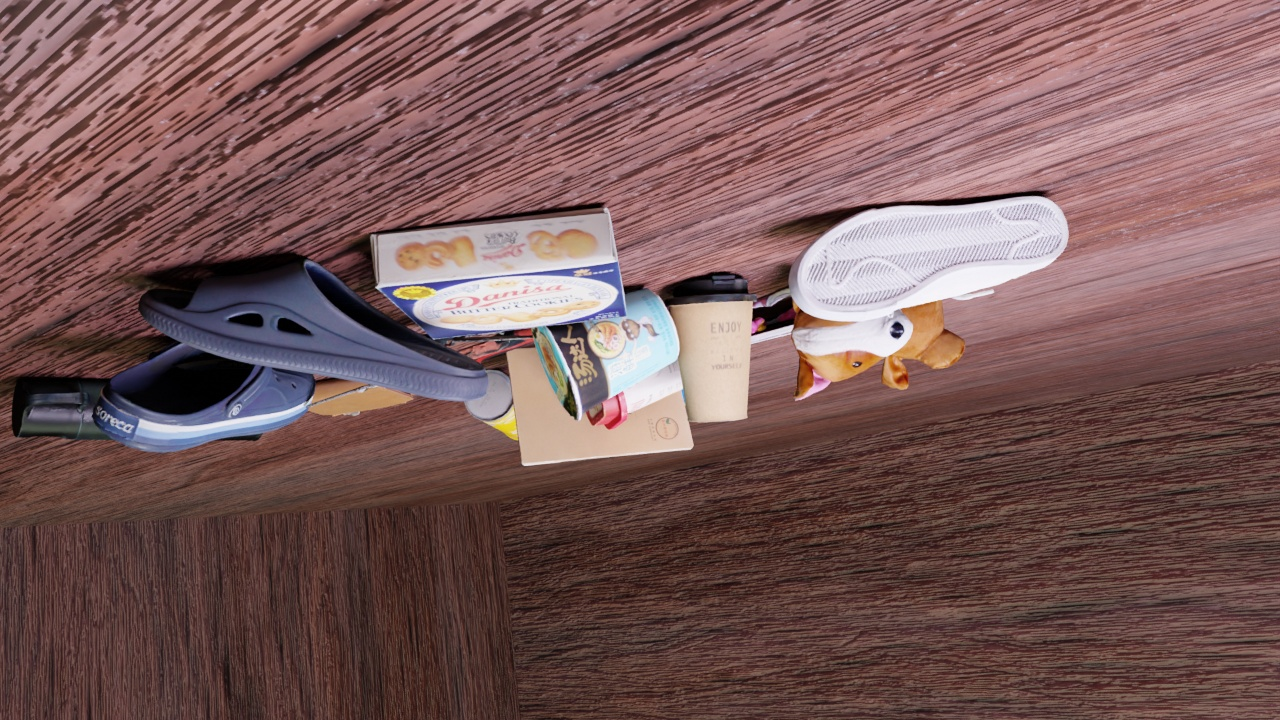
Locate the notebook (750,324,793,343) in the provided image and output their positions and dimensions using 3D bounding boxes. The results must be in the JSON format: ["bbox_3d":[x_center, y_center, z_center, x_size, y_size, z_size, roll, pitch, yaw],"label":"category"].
[{"bbox_3d":[0.161,-0.032,1.096,0.210,0.012,0.150,-15,180,36],"label":"notebook"}]

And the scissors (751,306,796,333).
[{"bbox_3d":[0.155,-0.047,1.053,0.135,0.017,0.133,-23,175,37],"label":"scissors"}]

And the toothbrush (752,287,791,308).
[{"bbox_3d":[0.143,-0.063,0.999,0.016,0.017,0.188,3,165,-39],"label":"toothbrush"}]

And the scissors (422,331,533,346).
[{"bbox_3d":[-0.214,-0.015,0.898,0.221,0.022,0.232,0,-173,7],"label":"scissors"}]

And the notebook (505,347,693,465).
[{"bbox_3d":[-0.048,0.046,1.091,0.207,0.147,0.008,-4,156,-17],"label":"notebook"}]

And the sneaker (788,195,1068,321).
[{"bbox_3d":[0.237,-0.087,0.795,0.242,0.089,0.091,-12,174,-9],"label":"sneaker"}]

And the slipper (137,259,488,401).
[{"bbox_3d":[-0.246,-0.035,0.726,0.268,0.083,0.110,15,-174,-5],"label":"slipper"}]

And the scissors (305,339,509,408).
[{"bbox_3d":[-0.240,0.016,0.939,0.223,0.015,0.189,-19,-174,-6],"label":"scissors"}]

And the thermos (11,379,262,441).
[{"bbox_3d":[-0.539,0.055,1.007,0.242,0.068,0.090,4,169,-44],"label":"thermos"}]

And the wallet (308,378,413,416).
[{"bbox_3d":[-0.364,0.044,1.165,0.132,0.031,0.108,-9,166,10],"label":"wallet"}]

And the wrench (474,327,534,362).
[{"bbox_3d":[-0.184,-0.006,1.074,0.056,0.016,0.274,-1,167,-37],"label":"wrench"}]

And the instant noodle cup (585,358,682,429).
[{"bbox_3d":[-0.006,0.006,1.039,0.124,0.116,0.116,-17,172,-17],"label":"instant noodle cup"}]

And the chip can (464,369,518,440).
[{"bbox_3d":[-0.186,0.065,1.287,0.072,0.072,0.213,-8,168,2],"label":"chip can"}]

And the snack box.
[{"bbox_3d":[-0.106,-0.066,0.754,0.178,0.045,0.182,-6,169,1],"label":"snack box"}]

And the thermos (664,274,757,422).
[{"bbox_3d":[0.074,-0.012,0.925,0.093,0.143,0.093,-3,-179,0],"label":"thermos"}]

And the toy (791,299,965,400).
[{"bbox_3d":[0.234,-0.034,0.917,0.199,0.140,0.131,-8,-173,-22],"label":"toy"}]

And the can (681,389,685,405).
[{"bbox_3d":[0.018,0.026,1.192,0.057,0.083,0.102,-4,168,-17],"label":"can"}]

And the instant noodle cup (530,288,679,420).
[{"bbox_3d":[-0.031,-0.015,0.895,0.120,0.111,0.111,-24,173,-14],"label":"instant noodle cup"}]

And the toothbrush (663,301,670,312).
[{"bbox_3d":[0.005,-0.055,0.961,0.189,0.014,0.018,-2,178,-26],"label":"toothbrush"}]

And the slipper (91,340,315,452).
[{"bbox_3d":[-0.405,0.017,0.873,0.105,0.095,0.252,32,-167,8],"label":"slipper"}]
